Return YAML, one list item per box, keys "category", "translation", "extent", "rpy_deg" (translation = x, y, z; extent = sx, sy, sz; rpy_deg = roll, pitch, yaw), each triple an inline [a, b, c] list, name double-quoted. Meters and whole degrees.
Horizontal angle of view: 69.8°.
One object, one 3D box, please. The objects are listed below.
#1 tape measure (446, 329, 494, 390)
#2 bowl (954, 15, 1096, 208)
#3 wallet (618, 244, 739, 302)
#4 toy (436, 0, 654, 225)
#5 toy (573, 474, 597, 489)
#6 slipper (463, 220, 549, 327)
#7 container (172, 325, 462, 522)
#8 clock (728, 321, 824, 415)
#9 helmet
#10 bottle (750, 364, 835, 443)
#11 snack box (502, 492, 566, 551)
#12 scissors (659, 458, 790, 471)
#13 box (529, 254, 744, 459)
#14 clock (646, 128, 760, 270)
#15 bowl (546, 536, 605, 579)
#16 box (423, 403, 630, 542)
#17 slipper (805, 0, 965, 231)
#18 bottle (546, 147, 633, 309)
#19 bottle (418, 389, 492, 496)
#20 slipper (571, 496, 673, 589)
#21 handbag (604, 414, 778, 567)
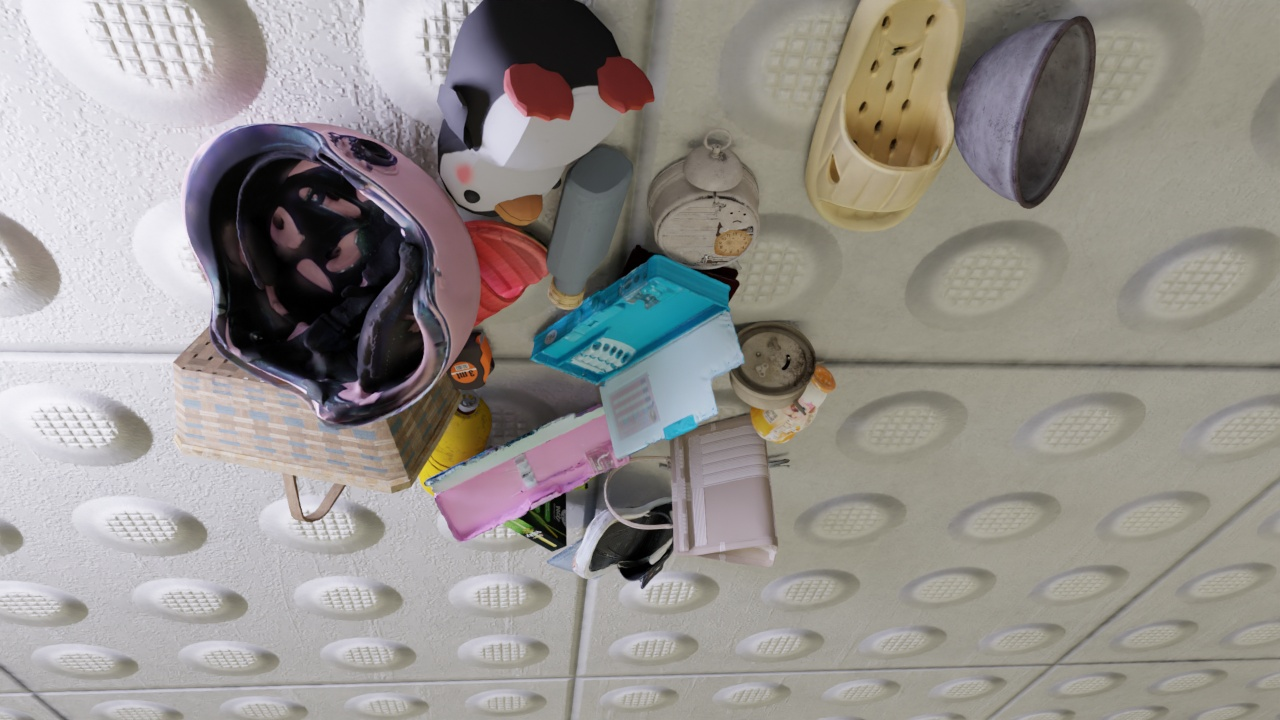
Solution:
- category: "tape measure"
  translation: [-0.186, -0.001, 0.987]
  extent: [0.058, 0.038, 0.059]
  rpy_deg: [-14, 127, 10]
- category: "bowl"
  translation: [0.298, -0.199, 0.729]
  extent: [0.067, 0.144, 0.145]
  rpy_deg: [23, 157, 36]
- category: "wallet"
  translation: [0.033, -0.071, 0.936]
  extent: [0.115, 0.018, 0.092]
  rpy_deg: [11, 139, -16]
- category: "toy"
  translation: [-0.100, -0.190, 0.710]
  extent: [0.158, 0.140, 0.185]
  rpy_deg: [-18, 164, -36]
- category: "toy"
  translation: [-0.102, 0.134, 1.164]
  extent: [0.093, 0.036, 0.094]
  rpy_deg: [-4, 135, 7]
- category: "slipper"
  translation: [-0.202, -0.062, 0.890]
  extent: [0.249, 0.059, 0.103]
  rpy_deg: [-18, 140, 18]
- category: "container"
  translation: [-0.316, 0.057, 0.913]
  extent: [0.250, 0.157, 0.187]
  rpy_deg: [9, 130, 10]
- category: "clock"
  translation: [0.122, 0.005, 0.993]
  extent: [0.141, 0.092, 0.055]
  rpy_deg: [18, 151, 12]
- category: "helmet"
  translation: [-0.241, -0.086, 0.758]
  extent: [0.255, 0.152, 0.231]
  rpy_deg: [37, 123, 2]
- category: "bottle"
  translation: [0.177, 0.049, 1.060]
  extent: [0.063, 0.063, 0.109]
  rpy_deg: [19, 137, -27]
- category: "snack box"
  translation: [-0.151, 0.181, 1.181]
  extent: [0.025, 0.080, 0.147]
  rpy_deg: [-25, 137, 24]
- category: "scissors"
  translation: [0.111, 0.140, 1.209]
  extent: [0.162, 0.014, 0.117]
  rpy_deg: [-25, 138, 28]
- category: "box"
  translation: [0.006, -0.007, 0.925]
  extent: [0.170, 0.085, 0.228]
  rpy_deg: [50, 139, -10]
- category: "clock"
  translation: [0.060, -0.139, 0.815]
  extent: [0.103, 0.061, 0.157]
  rpy_deg: [0, 143, -5]
- category: "bowl"
  translation: [-0.055, 0.261, 1.251]
  extent: [0.137, 0.057, 0.137]
  rpy_deg: [-32, 173, -5]
- category: "box"
  translation: [-0.131, 0.111, 1.055]
  extent: [0.230, 0.062, 0.161]
  rpy_deg: [-25, 144, -10]
- category: "slipper"
  translation: [0.203, -0.189, 0.756]
  extent: [0.111, 0.079, 0.262]
  rpy_deg: [0, 141, 0]
- category: "bottle"
  translation: [-0.053, -0.111, 0.832]
  extent: [0.046, 0.072, 0.162]
  rpy_deg: [31, 139, 8]
- category: "bottle"
  translation: [-0.216, 0.092, 1.071]
  extent: [0.071, 0.071, 0.164]
  rpy_deg: [8, 140, -16]
- category: "slipper"
  translation: [0.005, 0.237, 1.183]
  extent: [0.263, 0.063, 0.111]
  rpy_deg: [14, 102, -61]
- category: "handbag"
  translation: [0.055, 0.155, 1.098]
  extent: [0.198, 0.175, 0.062]
  rpy_deg: [-1, 143, 1]
